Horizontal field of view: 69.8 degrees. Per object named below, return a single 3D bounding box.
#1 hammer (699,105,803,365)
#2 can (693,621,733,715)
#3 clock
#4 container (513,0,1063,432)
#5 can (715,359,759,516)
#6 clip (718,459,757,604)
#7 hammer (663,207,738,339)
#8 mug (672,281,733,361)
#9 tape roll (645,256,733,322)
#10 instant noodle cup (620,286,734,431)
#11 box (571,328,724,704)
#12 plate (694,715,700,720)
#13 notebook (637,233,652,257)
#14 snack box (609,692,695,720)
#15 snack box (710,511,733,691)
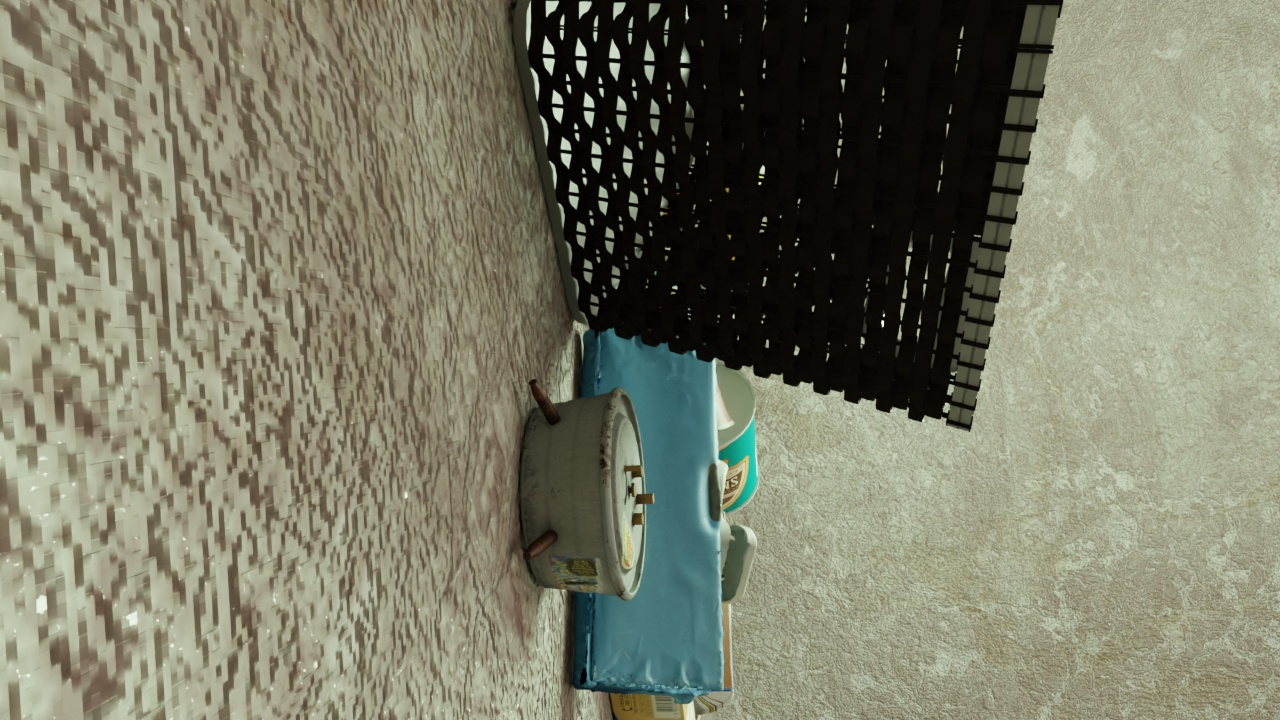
[{"bbox_3d":[0.061,-0.049,0.764,0.029,0.127,0.324,-20,127,-60],"label":"hammer"},{"bbox_3d":[0.043,0.260,0.867,0.116,0.087,0.087,-86,171,-49],"label":"can"},{"bbox_3d":[-0.022,0.071,0.470,0.148,0.056,0.103,67,21,-68],"label":"clock"},{"bbox_3d":[0.099,-0.143,0.539,0.246,0.244,0.246,81,28,-44],"label":"container"},{"bbox_3d":[0.066,0.079,0.907,0.144,0.099,0.099,77,12,-54],"label":"can"},{"bbox_3d":[0.025,0.135,0.712,0.152,0.099,0.126,-140,-118,-81],"label":"clip"},{"bbox_3d":[0.034,-0.159,0.823,0.137,0.035,0.314,-28,106,-37],"label":"hammer"},{"bbox_3d":[0.068,-0.024,0.941,0.098,0.082,0.118,71,-4,-70],"label":"mug"},{"bbox_3d":[0.035,-0.043,0.733,0.018,0.094,0.094,-22,125,-36],"label":"tape roll"},{"bbox_3d":[0.012,0.004,0.698,0.100,0.100,0.112,-31,110,-83],"label":"instant noodle cup"},{"bbox_3d":[0.007,0.086,0.570,0.054,0.093,0.231,-32,-132,46],"label":"box"},{"bbox_3d":[0.041,0.359,0.957,0.188,0.027,0.188,20,81,-89],"label":"plate"},{"bbox_3d":[0.006,-0.009,0.934,0.169,0.029,0.209,-79,169,-60],"label":"notebook"},{"bbox_3d":[0.008,0.247,0.687,0.056,0.057,0.207,-78,165,-55],"label":"snack box"},{"bbox_3d":[0.034,0.209,0.798,0.034,0.087,0.151,75,13,-67],"label":"snack box"}]
